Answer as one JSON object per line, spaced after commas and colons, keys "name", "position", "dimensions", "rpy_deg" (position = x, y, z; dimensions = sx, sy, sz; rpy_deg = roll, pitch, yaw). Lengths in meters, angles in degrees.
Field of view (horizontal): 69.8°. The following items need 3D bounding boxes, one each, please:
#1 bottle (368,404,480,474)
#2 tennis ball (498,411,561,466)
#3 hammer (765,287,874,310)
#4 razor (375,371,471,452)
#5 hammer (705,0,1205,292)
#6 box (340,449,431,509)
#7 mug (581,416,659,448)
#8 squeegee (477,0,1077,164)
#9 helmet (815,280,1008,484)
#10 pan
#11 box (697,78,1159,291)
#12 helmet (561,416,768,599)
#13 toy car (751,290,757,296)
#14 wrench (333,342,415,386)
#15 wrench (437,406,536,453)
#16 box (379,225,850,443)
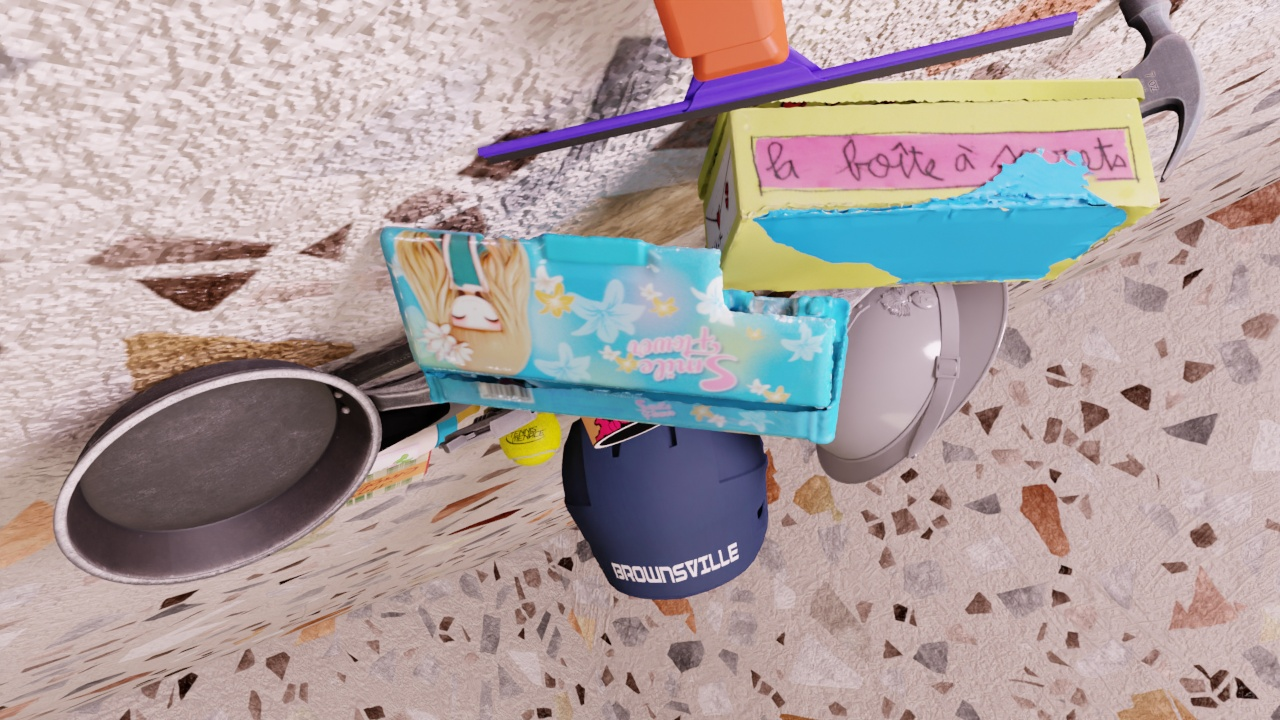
{"name": "bottle", "position": [-0.196, 0.057, 0.744], "dimensions": [0.145, 0.051, 0.051], "rpy_deg": [-18, 167, -32]}
{"name": "tennis ball", "position": [-0.116, 0.078, 0.965], "dimensions": [0.065, 0.065, 0.065], "rpy_deg": [-23, 169, -5]}
{"name": "hammer", "position": [0.148, -0.059, 0.823], "dimensions": [0.217, 0.037, 0.301], "rpy_deg": [-41, -179, -19]}
{"name": "razor", "position": [-0.184, 0.041, 0.693], "dimensions": [0.060, 0.057, 0.155], "rpy_deg": [19, -144, 33]}
{"name": "hammer", "position": [0.199, -0.121, 0.624], "dimensions": [0.334, 0.118, 0.025], "rpy_deg": [-23, 167, 24]}
{"name": "box", "position": [-0.286, 0.105, 0.795], "dimensions": [0.205, 0.049, 0.118], "rpy_deg": [-20, 169, -23]}
{"name": "mug", "position": [-0.005, 0.005, 0.768], "dimensions": [0.118, 0.098, 0.081], "rpy_deg": [-26, 169, 12]}
{"name": "squeegee", "position": [0.023, -0.132, 0.305], "dimensions": [0.250, 0.055, 0.184], "rpy_deg": [-9, 173, 15]}
{"name": "helmet", "position": [0.194, -0.006, 0.829], "dimensions": [0.117, 0.183, 0.272], "rpy_deg": [20, 137, -16]}
{"name": "pan", "position": [-0.178, 0.034, 0.584], "dimensions": [0.356, 0.055, 0.188], "rpy_deg": [-28, 149, -19]}
{"name": "box", "position": [0.150, -0.094, 0.512], "dimensions": [0.221, 0.080, 0.124], "rpy_deg": [-4, 166, -3]}
{"name": "helmet", "position": [0.023, 0.105, 1.034], "dimensions": [0.232, 0.223, 0.271], "rpy_deg": [-11, -159, 8]}
{"name": "toy car", "position": [0.067, -0.044, 0.736], "dimensions": [0.047, 0.112, 0.047], "rpy_deg": [-58, 173, 4]}
{"name": "wrench", "position": [-0.177, 0.004, 0.624], "dimensions": [0.273, 0.018, 0.073], "rpy_deg": [-23, 168, 4]}
{"name": "wrench", "position": [-0.108, 0.040, 0.764], "dimensions": [0.084, 0.018, 0.273], "rpy_deg": [-23, -176, 6]}
{"name": "box", "position": [-0.007, -0.036, 0.482], "dimensions": [0.227, 0.097, 0.121], "rpy_deg": [5, 132, 15]}
